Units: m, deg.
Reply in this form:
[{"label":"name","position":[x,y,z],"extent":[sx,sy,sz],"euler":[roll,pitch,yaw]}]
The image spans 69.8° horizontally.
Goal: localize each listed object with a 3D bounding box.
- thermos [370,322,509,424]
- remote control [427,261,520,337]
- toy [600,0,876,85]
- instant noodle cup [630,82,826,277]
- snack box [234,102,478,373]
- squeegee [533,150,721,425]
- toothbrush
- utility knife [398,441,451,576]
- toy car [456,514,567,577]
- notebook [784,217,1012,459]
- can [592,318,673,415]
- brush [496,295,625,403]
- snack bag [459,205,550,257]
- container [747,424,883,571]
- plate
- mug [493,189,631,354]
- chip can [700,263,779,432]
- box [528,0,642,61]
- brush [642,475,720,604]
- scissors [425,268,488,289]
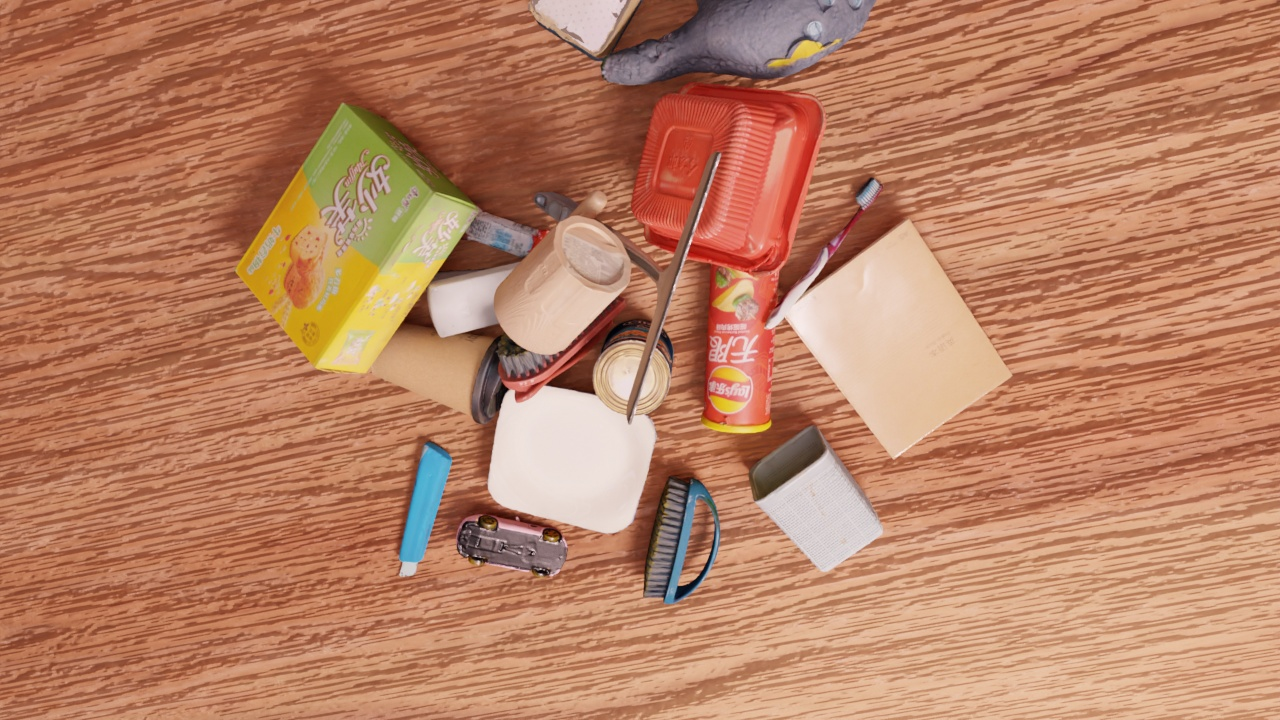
[{"label":"thermos","position":[-0.196,0.006,0.936],"extent":[0.143,0.093,0.093],"euler":[17,104,8]},{"label":"remote control","position":[-0.143,-0.065,0.914],"extent":[0.135,0.019,0.056],"euler":[-16,121,-18]},{"label":"toy","position":[0.131,-0.332,0.830],"extent":[0.357,0.091,0.138],"euler":[-33,87,8]},{"label":"instant noodle cup","position":[0.065,-0.170,0.825],"extent":[0.189,0.079,0.164],"euler":[22,102,44]},{"label":"snack box","position":[-0.277,-0.115,0.884],"extent":[0.157,0.070,0.210],"euler":[44,105,23]},{"label":"squeegee","position":[-0.027,-0.108,0.851],"extent":[0.039,0.246,0.247],"euler":[0,118,-38]},{"label":"toothbrush","position":[0.176,-0.104,0.887],"extent":[0.017,0.016,0.187],"euler":[42,81,-21]},{"label":"utility knife","position":[-0.241,0.169,1.010],"extent":[0.034,0.018,0.166],"euler":[19,106,2]},{"label":"toy car","position":[-0.140,0.201,1.003],"extent":[0.122,0.037,0.056],"euler":[15,107,-13]},{"label":"notebook","position":[0.258,-0.017,0.917],"extent":[0.149,0.012,0.211],"euler":[-37,110,10]},{"label":"can","position":[-0.005,0.005,0.907],"extent":[0.075,0.111,0.075],"euler":[1,103,3]},{"label":"brush","position":[-0.081,-0.021,0.899],"extent":[0.063,0.145,0.069],"euler":[24,146,34]},{"label":"snack bag","position":[-0.140,-0.127,0.927],"extent":[0.105,0.026,0.045],"euler":[19,121,-2]},{"label":"container","position":[0.181,0.144,0.943],"extent":[0.090,0.090,0.111],"euler":[-37,102,11]},{"label":"plate","position":[-0.072,0.097,0.961],"extent":[0.163,0.034,0.165],"euler":[15,118,-1]},{"label":"mug","position":[-0.066,-0.081,0.817],"extent":[0.084,0.124,0.104],"euler":[26,139,-24]},{"label":"chip can","position":[0.101,-0.039,0.910],"extent":[0.073,0.073,0.217],"euler":[3,104,3]},{"label":"box","position":[-0.031,-0.366,0.848],"extent":[0.090,0.059,0.184],"euler":[34,105,-4]},{"label":"brush","position":[0.047,0.194,0.979],"extent":[0.073,0.055,0.144],"euler":[11,104,1]},{"label":"scissors","position":[-0.239,-0.092,0.950],"extent":[0.169,0.012,0.147],"euler":[-28,101,8]}]
